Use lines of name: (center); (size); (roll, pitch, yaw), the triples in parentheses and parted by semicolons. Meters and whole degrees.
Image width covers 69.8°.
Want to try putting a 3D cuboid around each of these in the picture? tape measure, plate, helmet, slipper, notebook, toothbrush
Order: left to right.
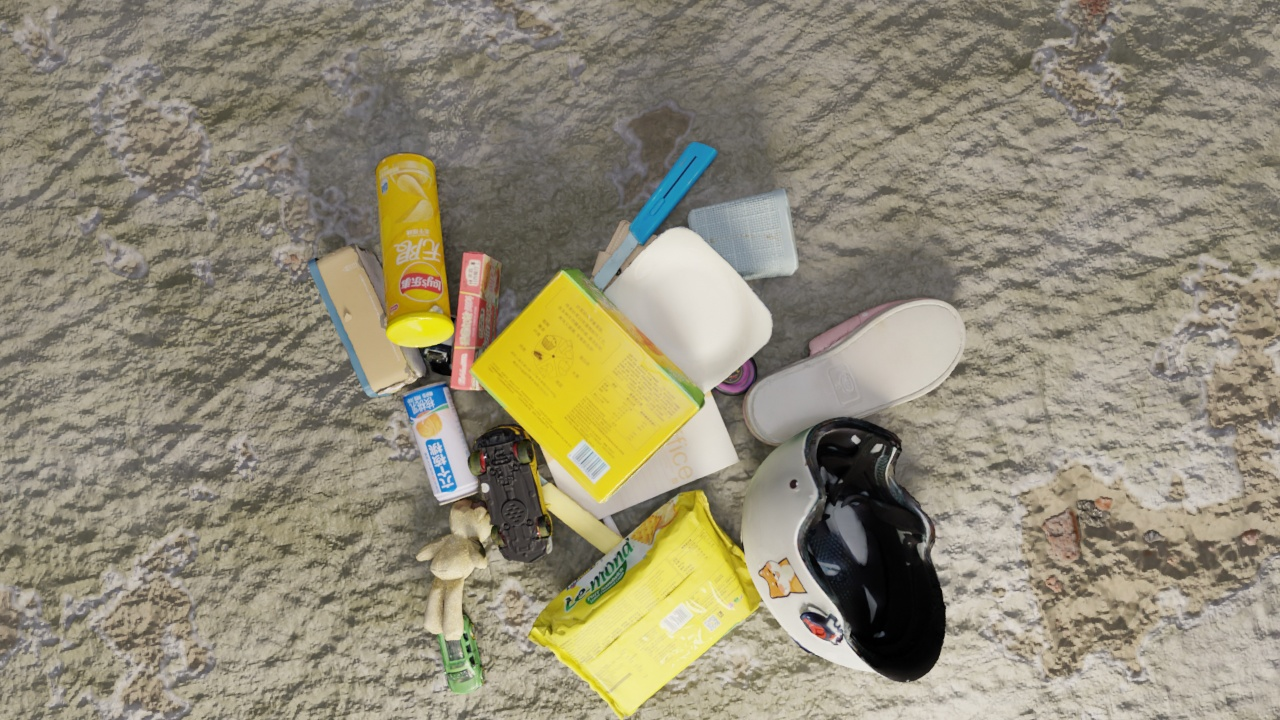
tape measure: (-0.221, -0.020, 1.049); (0.033, 0.066, 0.066); (12, 74, 3)
toothbrush: (-0.041, 0.179, 1.065); (0.016, 0.016, 0.180); (-25, 88, 2)
notebook: (-0.008, 0.089, 1.052); (0.206, 0.010, 0.146); (-22, 91, 1)
plate: (0.050, -0.052, 1.006); (0.164, 0.034, 0.164); (48, 121, -1)
tape measure: (0.105, 0.013, 1.057); (0.057, 0.039, 0.058); (-35, 83, 0)
helmet: (0.200, 0.204, 0.981); (0.157, 0.229, 0.274); (-18, 95, 43)
slipper: (0.243, 0.014, 1.046); (0.274, 0.054, 0.114); (-27, 89, -4)

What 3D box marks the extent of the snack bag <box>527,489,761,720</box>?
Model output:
snack bag: (0.018, 0.274, 1.017); (0.246, 0.068, 0.158); (-40, 106, -2)

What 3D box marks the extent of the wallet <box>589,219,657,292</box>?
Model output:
wallet: (-0.014, -0.099, 1.070); (0.087, 0.024, 0.115); (27, 90, 3)

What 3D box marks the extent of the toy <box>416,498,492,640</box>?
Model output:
toy: (-0.205, 0.234, 1.036); (0.105, 0.066, 0.157); (-3, 70, 41)

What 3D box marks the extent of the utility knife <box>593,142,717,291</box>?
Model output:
utility knife: (0.013, -0.166, 1.058); (0.034, 0.018, 0.218); (36, 81, 2)

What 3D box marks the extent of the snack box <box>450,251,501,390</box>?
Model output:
snack box: (-0.186, -0.042, 1.044); (0.025, 0.075, 0.153); (5, 88, 7)

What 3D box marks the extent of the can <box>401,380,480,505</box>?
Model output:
can: (-0.228, 0.094, 1.053); (0.053, 0.053, 0.134); (-19, 88, 0)

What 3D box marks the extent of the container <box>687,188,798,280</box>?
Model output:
container: (0.113, -0.136, 1.038); (0.111, 0.090, 0.090); (-9, 88, 4)

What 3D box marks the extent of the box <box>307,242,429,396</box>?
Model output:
box: (-0.309, -0.050, 1.042); (0.062, 0.090, 0.184); (-27, 86, 1)

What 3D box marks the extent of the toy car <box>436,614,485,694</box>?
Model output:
toy car: (-0.209, 0.340, 1.056); (0.043, 0.036, 0.091); (-15, 92, -1)

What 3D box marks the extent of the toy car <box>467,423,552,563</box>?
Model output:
toy car: (-0.141, 0.148, 1.016); (0.071, 0.041, 0.156); (-14, 94, 11)

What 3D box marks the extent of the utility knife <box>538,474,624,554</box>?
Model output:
utility knife: (-0.079, 0.170, 1.039); (0.216, 0.022, 0.031); (39, 88, -7)

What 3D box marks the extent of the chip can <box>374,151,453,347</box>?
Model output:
chip can: (-0.253, -0.124, 1.018); (0.072, 0.072, 0.213); (-12, 68, 0)

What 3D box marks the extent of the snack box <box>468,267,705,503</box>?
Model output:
snack box: (-0.056, 0.025, 0.998); (0.210, 0.070, 0.158); (45, 102, 2)
